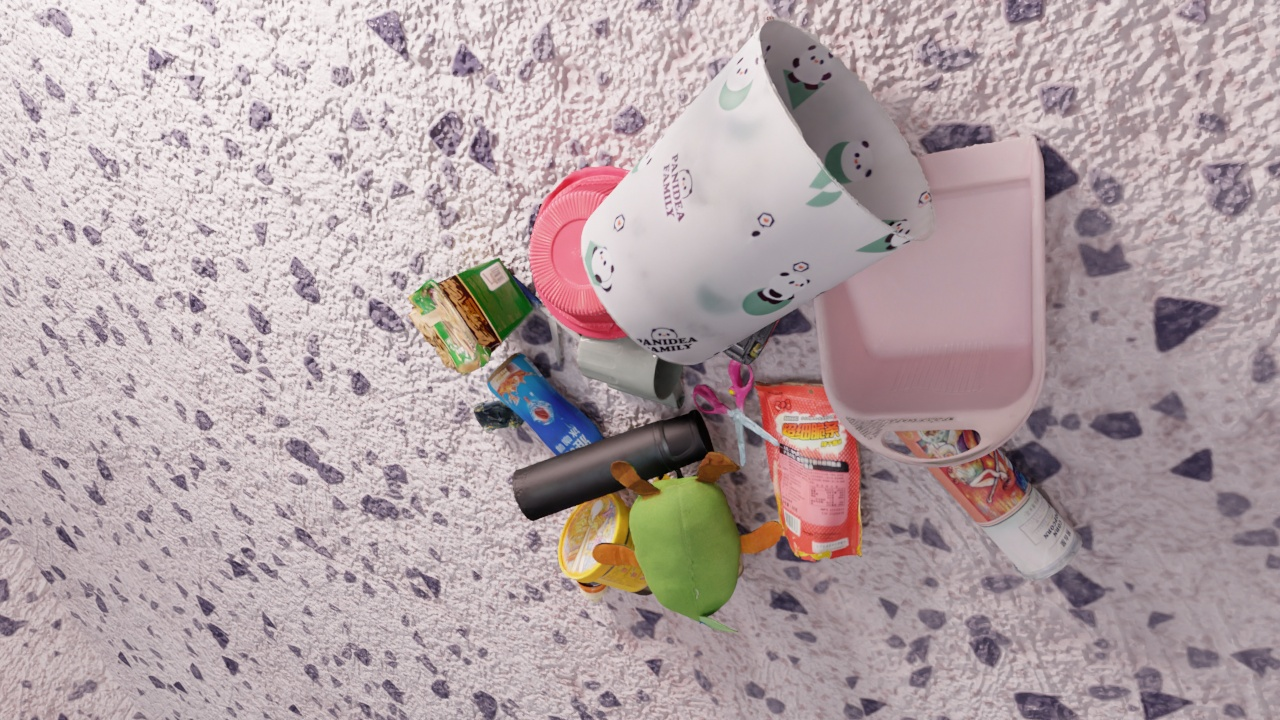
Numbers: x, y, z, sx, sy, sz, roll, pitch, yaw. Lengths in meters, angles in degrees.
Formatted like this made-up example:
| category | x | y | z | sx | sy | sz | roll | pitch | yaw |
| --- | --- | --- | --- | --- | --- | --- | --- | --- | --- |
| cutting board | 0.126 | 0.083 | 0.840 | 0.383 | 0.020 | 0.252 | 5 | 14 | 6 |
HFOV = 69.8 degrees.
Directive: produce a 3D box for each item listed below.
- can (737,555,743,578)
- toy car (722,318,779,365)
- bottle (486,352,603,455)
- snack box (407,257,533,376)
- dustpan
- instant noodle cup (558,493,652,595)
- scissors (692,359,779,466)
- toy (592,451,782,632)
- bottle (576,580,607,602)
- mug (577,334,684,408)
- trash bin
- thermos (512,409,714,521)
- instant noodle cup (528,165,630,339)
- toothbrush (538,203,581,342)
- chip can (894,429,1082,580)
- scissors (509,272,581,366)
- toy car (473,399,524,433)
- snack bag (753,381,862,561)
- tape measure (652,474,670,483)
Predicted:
| category | x | y | z | sx | sy | sz | roll | pitch | yaw |
| --- | --- | --- | --- | --- | --- | --- | --- | --- | --- |
| can | 0.087 | 0.222 | 1.158 | 0.059 | 0.058 | 0.116 | -8 | 111 | 33 |
| toy car | 0.125 | -0.051 | 0.990 | 0.053 | 0.045 | 0.121 | 32 | 133 | 8 |
| bottle | -0.102 | 0.085 | 1.187 | 0.218 | 0.065 | 0.065 | 45 | 129 | 0 |
| snack box | -0.202 | -0.062 | 1.119 | 0.118 | 0.105 | 0.118 | 56 | 147 | -10 |
| dustpan | 0.264 | -0.050 | 0.850 | 0.223 | 0.138 | 0.273 | -7 | 113 | 34 |
| instant noodle cup | -0.025 | 0.242 | 1.183 | 0.114 | 0.118 | 0.119 | 30 | 136 | -31 |
| scissors | 0.107 | 0.059 | 1.063 | 0.134 | 0.017 | 0.133 | 7 | 111 | 43 |
| toy | 0.054 | 0.210 | 1.078 | 0.227 | 0.089 | 0.247 | -7 | 116 | 7 |
| bottle | -0.070 | 0.286 | 1.288 | 0.067 | 0.066 | 0.150 | 14 | 129 | 23 |
| mug | -0.006 | 0.006 | 1.086 | 0.103 | 0.083 | 0.124 | 15 | 148 | 24 |
| trash bin | 0.094 | -0.134 | 0.833 | 0.253 | 0.228 | 0.229 | -37 | 94 | 36 |
| thermos | -0.030 | 0.137 | 1.120 | 0.243 | 0.068 | 0.090 | -19 | 107 | 14 |
| instant noodle cup | -0.052 | -0.117 | 1.004 | 0.194 | 0.065 | 0.194 | 3 | 97 | 24 |
| toothbrush | -0.093 | -0.099 | 1.111 | 0.017 | 0.014 | 0.189 | 2 | 118 | 43 |
| chip can | 0.350 | 0.123 | 0.941 | 0.214 | 0.071 | 0.071 | 47 | 129 | -1 |
| scissors | -0.117 | -0.071 | 1.130 | 0.162 | 0.012 | 0.176 | 25 | 132 | 24 |
| toy car | -0.189 | 0.070 | 1.249 | 0.091 | 0.034 | 0.043 | -14 | 111 | 37 |
| snack bag | 0.196 | 0.123 | 1.040 | 0.129 | 0.073 | 0.208 | 8 | 116 | 42 |
| tape measure | 0.031 | 0.181 | 1.186 | 0.057 | 0.028 | 0.060 | 35 | 129 | 8 |
